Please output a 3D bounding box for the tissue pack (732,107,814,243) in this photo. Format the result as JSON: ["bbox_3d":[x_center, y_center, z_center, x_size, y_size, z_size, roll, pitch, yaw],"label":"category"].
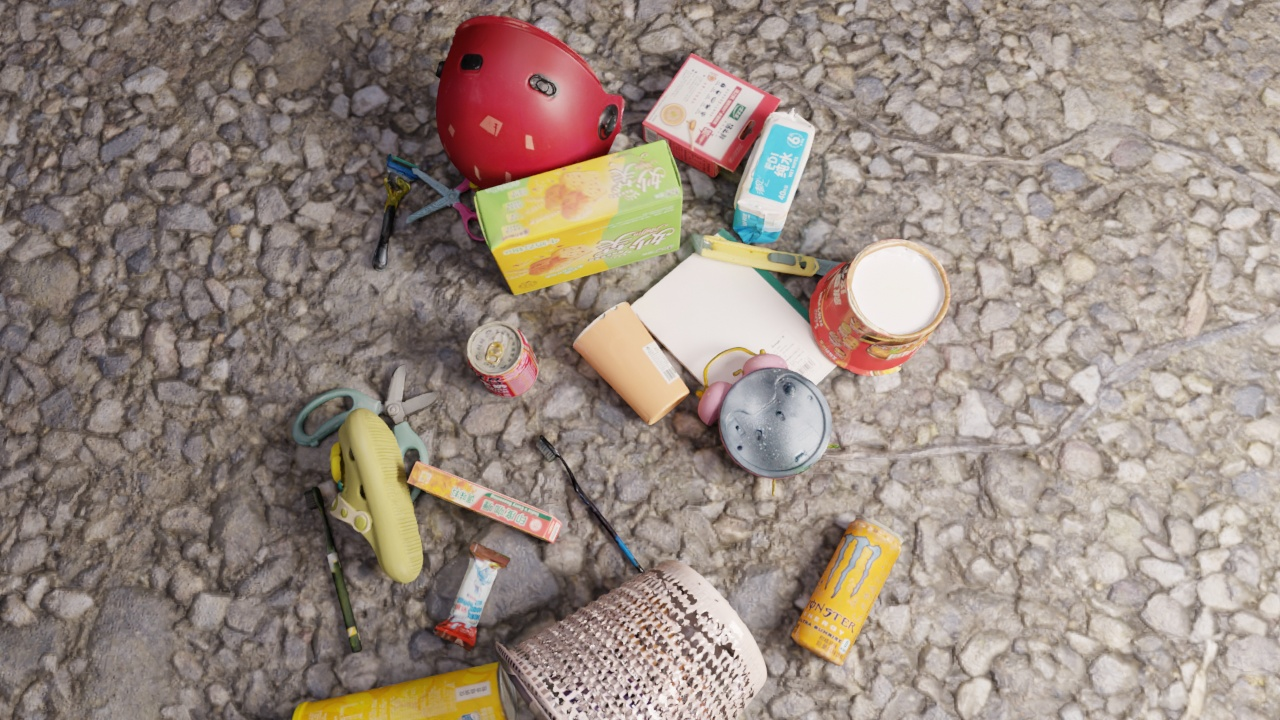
[{"bbox_3d":[0.149,-0.208,1.047,0.063,0.090,0.140,19,77,7],"label":"tissue pack"}]

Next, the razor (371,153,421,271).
[{"bbox_3d":[-0.298,-0.172,1.093,0.042,0.022,0.142,18,74,-33],"label":"razor"}]

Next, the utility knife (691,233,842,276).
[{"bbox_3d":[0.162,-0.116,1.057,0.213,0.022,0.031,11,76,-6],"label":"utility knife"}]

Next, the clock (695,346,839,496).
[{"bbox_3d":[0.129,0.055,0.980,0.117,0.060,0.158,-34,79,-8],"label":"clock"}]

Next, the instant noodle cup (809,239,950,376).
[{"bbox_3d":[0.260,-0.063,0.987,0.138,0.109,0.137,1,76,-2],"label":"instant noodle cup"}]

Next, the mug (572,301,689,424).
[{"bbox_3d":[-0.006,0.006,1.007,0.078,0.078,0.123,-39,82,-8],"label":"mug"}]

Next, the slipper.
[{"bbox_3d":[-0.285,0.145,0.955,0.081,0.092,0.190,-19,79,-2],"label":"slipper"}]

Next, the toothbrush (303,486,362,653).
[{"bbox_3d":[-0.333,0.225,0.992,0.017,0.012,0.185,-22,75,3],"label":"toothbrush"}]

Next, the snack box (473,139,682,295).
[{"bbox_3d":[-0.062,-0.151,1.006,0.210,0.158,0.070,-15,76,-2],"label":"snack box"}]

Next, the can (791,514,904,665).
[{"bbox_3d":[0.213,0.235,0.941,0.058,0.058,0.146,29,78,10],"label":"can"}]

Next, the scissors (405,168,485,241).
[{"bbox_3d":[-0.217,-0.191,1.095,0.133,0.017,0.135,-30,80,-10],"label":"scissors"}]

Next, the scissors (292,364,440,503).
[{"bbox_3d":[-0.296,0.095,1.022,0.170,0.019,0.179,-18,74,-4],"label":"scissors"}]

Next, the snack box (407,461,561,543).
[{"bbox_3d":[-0.163,0.150,0.970,0.156,0.077,0.027,20,76,8],"label":"snack box"}]

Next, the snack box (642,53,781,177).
[{"bbox_3d":[0.084,-0.287,1.095,0.127,0.044,0.113,31,78,11],"label":"snack box"}]

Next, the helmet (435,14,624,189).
[{"bbox_3d":[-0.133,-0.253,1.000,0.207,0.240,0.144,18,83,4],"label":"helmet"}]

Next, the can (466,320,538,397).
[{"bbox_3d":[-0.150,-0.001,1.002,0.066,0.094,0.066,-1,75,2],"label":"can"}]

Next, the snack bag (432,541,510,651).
[{"bbox_3d":[-0.178,0.249,0.971,0.048,0.026,0.104,25,77,-3],"label":"snack bag"}]

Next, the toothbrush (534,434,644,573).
[{"bbox_3d":[-0.056,0.157,0.997,0.016,0.014,0.189,-37,77,-6],"label":"toothbrush"}]

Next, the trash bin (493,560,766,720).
[{"bbox_3d":[0.002,0.303,0.866,0.191,0.228,0.227,-35,76,-20],"label":"trash bin"}]

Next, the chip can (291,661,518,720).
[{"bbox_3d":[-0.234,0.357,0.921,0.213,0.072,0.072,-13,75,-1],"label":"chip can"}]

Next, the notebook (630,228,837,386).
[{"bbox_3d":[0.112,-0.034,1.042,0.150,0.012,0.209,-41,78,-10],"label":"notebook"}]
